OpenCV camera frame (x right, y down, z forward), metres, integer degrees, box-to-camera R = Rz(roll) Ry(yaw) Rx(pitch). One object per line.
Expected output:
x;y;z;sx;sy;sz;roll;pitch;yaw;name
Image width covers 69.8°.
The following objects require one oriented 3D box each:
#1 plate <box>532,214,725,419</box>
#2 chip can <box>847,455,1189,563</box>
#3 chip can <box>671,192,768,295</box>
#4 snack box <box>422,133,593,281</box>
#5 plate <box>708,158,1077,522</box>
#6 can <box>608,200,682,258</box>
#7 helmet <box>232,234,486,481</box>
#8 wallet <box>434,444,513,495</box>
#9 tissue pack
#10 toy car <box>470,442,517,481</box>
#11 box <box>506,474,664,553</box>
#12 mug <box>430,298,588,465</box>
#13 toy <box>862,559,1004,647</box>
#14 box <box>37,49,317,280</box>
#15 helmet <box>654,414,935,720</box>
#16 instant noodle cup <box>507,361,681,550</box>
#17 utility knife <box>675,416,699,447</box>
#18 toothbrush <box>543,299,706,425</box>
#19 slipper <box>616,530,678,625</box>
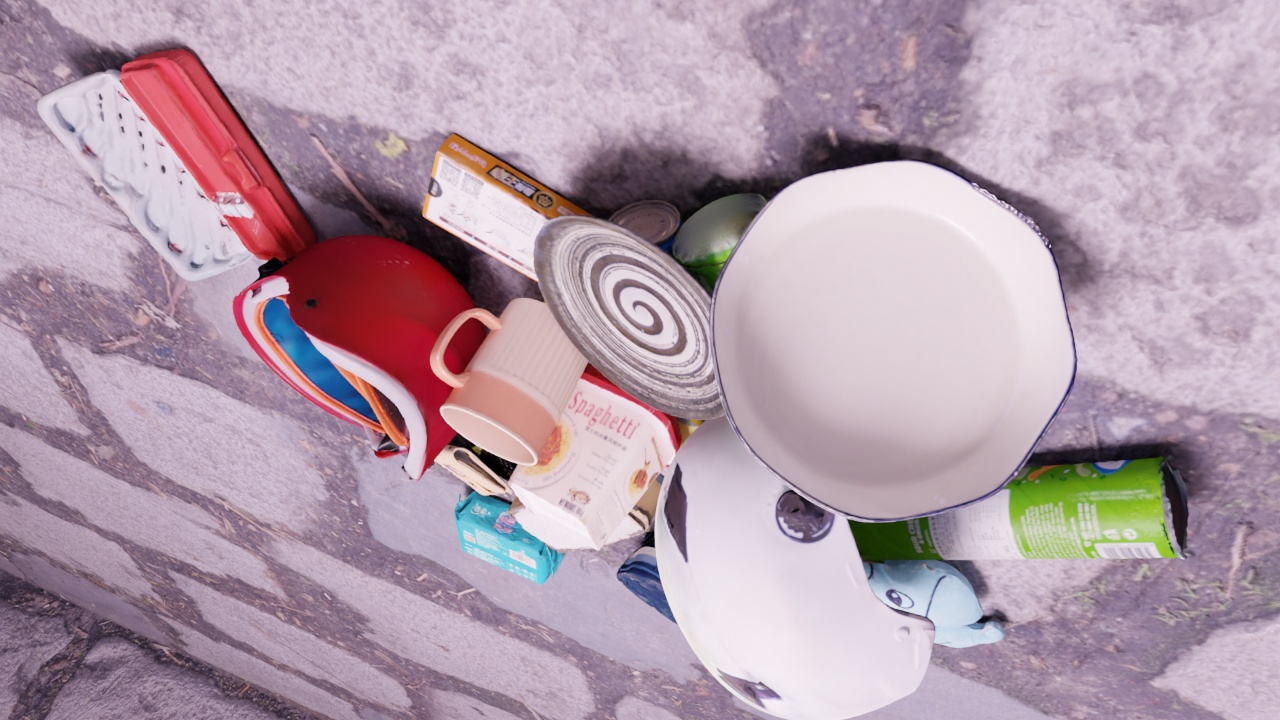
0.001;-0.030;0.628;0.179;0.024;0.180;33;151;21;plate
0.272;0.115;0.687;0.237;0.072;0.072;-11;129;40;chip can
0.100;-0.015;0.639;0.073;0.072;0.221;-7;132;38;chip can
-0.088;-0.101;0.692;0.153;0.026;0.075;30;144;-3;snack box
0.141;-0.012;0.532;0.205;0.204;0.045;25;173;4;plate
0.015;-0.047;0.668;0.053;0.053;0.135;8;140;24;can
-0.226;-0.022;0.785;0.240;0.143;0.207;16;144;44;helmet
-0.189;0.120;1.001;0.087;0.024;0.115;39;159;-23;wallet
-0.159;0.210;1.092;0.133;0.050;0.093;20;145;11;tissue pack
-0.123;0.091;0.931;0.071;0.041;0.156;44;151;-18;toy car
-0.053;0.141;0.936;0.090;0.062;0.185;43;139;-21;box
-0.104;0.007;0.711;0.114;0.105;0.082;39;155;-25;mug
0.262;0.220;0.841;0.161;0.049;0.157;17;145;6;toy
-0.387;-0.160;0.787;0.161;0.058;0.201;-8;133;18;box
0.091;0.167;0.711;0.258;0.146;0.229;54;175;10;helmet
-0.040;0.082;0.779;0.116;0.124;0.117;24;157;24;instant noodle cup
0.039;0.093;0.855;0.031;0.018;0.167;21;142;15;utility knife
-0.004;0.004;0.753;0.190;0.016;0.016;37;163;-24;toothbrush
0.039;0.210;0.928;0.105;0.095;0.253;35;167;11;slipper
